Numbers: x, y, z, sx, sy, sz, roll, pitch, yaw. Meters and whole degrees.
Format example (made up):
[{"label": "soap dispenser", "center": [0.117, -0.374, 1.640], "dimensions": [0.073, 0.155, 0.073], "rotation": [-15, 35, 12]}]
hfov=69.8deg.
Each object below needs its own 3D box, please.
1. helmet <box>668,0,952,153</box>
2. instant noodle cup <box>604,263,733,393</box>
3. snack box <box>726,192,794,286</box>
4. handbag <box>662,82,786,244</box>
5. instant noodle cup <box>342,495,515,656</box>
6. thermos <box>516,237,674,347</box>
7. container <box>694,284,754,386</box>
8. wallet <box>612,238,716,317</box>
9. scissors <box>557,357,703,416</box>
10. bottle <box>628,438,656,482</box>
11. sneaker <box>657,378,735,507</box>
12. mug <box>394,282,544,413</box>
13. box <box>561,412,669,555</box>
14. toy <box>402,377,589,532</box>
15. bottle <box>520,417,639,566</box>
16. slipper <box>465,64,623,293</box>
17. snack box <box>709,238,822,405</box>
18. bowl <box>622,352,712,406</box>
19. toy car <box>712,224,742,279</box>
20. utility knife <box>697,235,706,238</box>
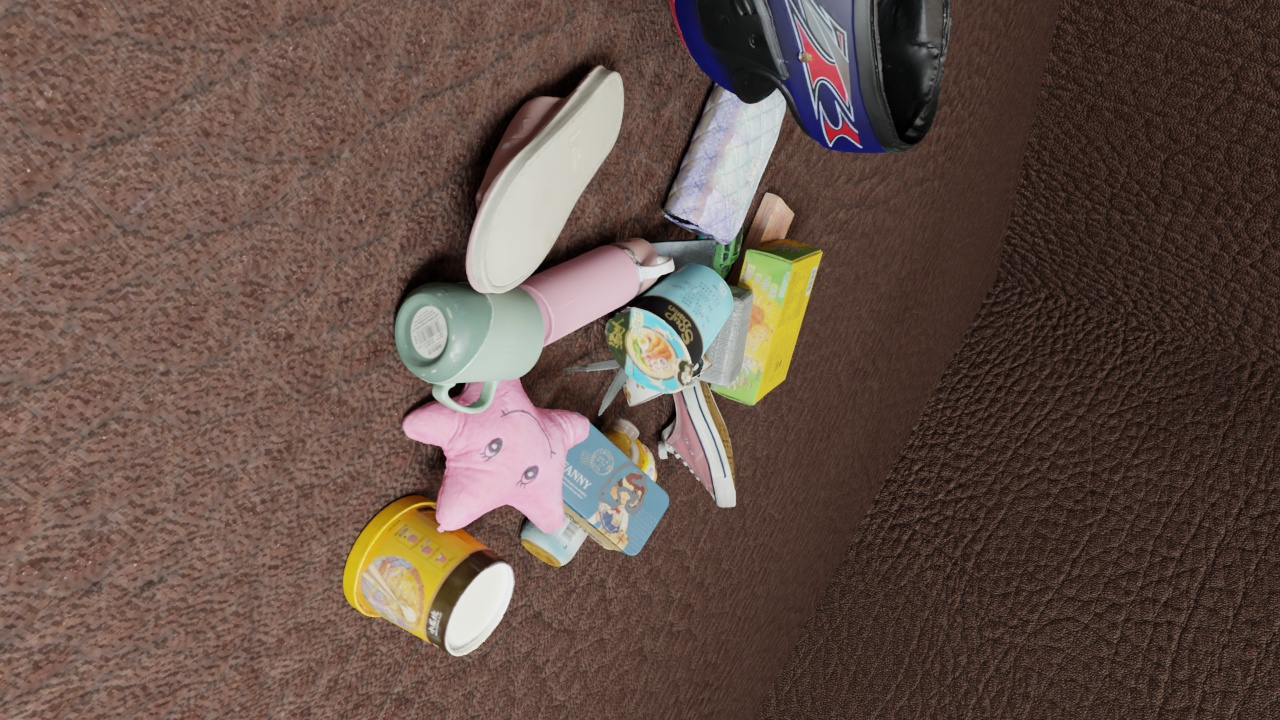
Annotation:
[{"label": "helmet", "center": [0.146, -0.351, 0.857], "dimensions": [0.246, 0.241, 0.316], "rotation": [-48, 137, -33]}, {"label": "instant noodle cup", "center": [0.041, -0.042, 1.000], "dimensions": [0.120, 0.111, 0.111], "rotation": [-46, 148, -37]}, {"label": "snack box", "center": [0.172, -0.156, 1.328], "dimensions": [0.084, 0.026, 0.157], "rotation": [19, 93, -64]}, {"label": "handbag", "center": [0.103, -0.239, 1.072], "dimensions": [0.134, 0.076, 0.194], "rotation": [12, 99, -64]}, {"label": "instant noodle cup", "center": [-0.187, 0.200, 0.840], "dimensions": [0.118, 0.114, 0.119], "rotation": [-44, 147, -39]}, {"label": "thermos", "center": [-0.045, -0.073, 0.916], "dimensions": [0.198, 0.087, 0.067], "rotation": [-30, 117, -49]}, {"label": "container", "center": [0.093, -0.040, 1.194], "dimensions": [0.090, 0.090, 0.114], "rotation": [-38, 141, -67]}, {"label": "wallet", "center": [0.029, -0.094, 1.054], "dimensions": [0.120, 0.019, 0.097], "rotation": [-6, 123, -25]}, {"label": "scissors", "center": [-0.007, 0.002, 1.036], "dimensions": [0.014, 0.159, 0.180], "rotation": [112, -6, -48]}, {"label": "bottle", "center": [-0.011, 0.136, 1.179], "dimensions": [0.063, 0.063, 0.108], "rotation": [-62, 154, -10]}, {"label": "sneaker", "center": [0.075, 0.115, 1.300], "dimensions": [0.118, 0.088, 0.241], "rotation": [-85, 157, -56]}, {"label": "mug", "center": [-0.146, -0.010, 0.769], "dimensions": [0.106, 0.082, 0.112], "rotation": [-5, 105, -59]}, {"label": "box", "center": [-0.056, 0.132, 1.011], "dimensions": [0.184, 0.060, 0.089], "rotation": [43, 66, -26]}, {"label": "toy", "center": [-0.130, 0.091, 0.855], "dimensions": [0.194, 0.075, 0.178], "rotation": [48, 61, -27]}, {"label": "bottle", "center": [-0.066, 0.150, 1.082], "dimensions": [0.189, 0.068, 0.068], "rotation": [-55, 152, -23]}, {"label": "slipper", "center": [-0.087, -0.165, 0.792], "dimensions": [0.114, 0.054, 0.273], "rotation": [86, 26, -50]}, {"label": "snack box", "center": [0.178, -0.058, 1.292], "dimensions": [0.157, 0.070, 0.210], "rotation": [-27, 134, -61]}, {"label": "bowl", "center": [0.024, 0.005, 1.118], "dimensions": [0.113, 0.114, 0.062], "rotation": [-31, 94, -50]}, {"label": "toy car", "center": [0.110, -0.145, 1.212], "dimensions": [0.043, 0.036, 0.091], "rotation": [-36, 145, -49]}, {"label": "utility knife", "center": [0.086, -0.167, 1.169], "dimensions": [0.216, 0.013, 0.029], "rotation": [-66, 160, 0]}]
